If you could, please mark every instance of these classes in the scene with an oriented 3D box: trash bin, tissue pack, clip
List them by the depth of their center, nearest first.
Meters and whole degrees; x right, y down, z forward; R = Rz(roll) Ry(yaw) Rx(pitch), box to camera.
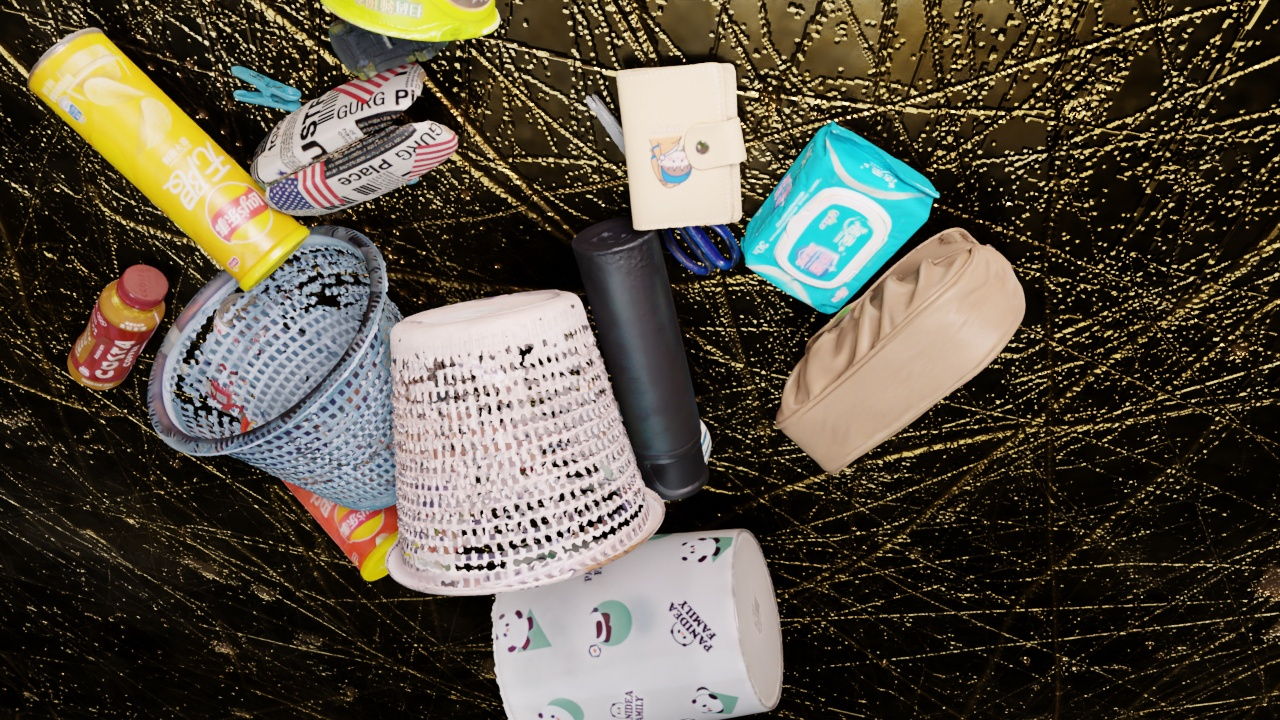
[{"bbox_3d":[0.142,-0.103,0.672,0.093,0.050,0.134,27,134,-10],"label":"tissue pack"},{"bbox_3d":[-0.289,-0.208,0.710,0.056,0.013,0.039,19,136,-2],"label":"clip"},{"bbox_3d":[-0.106,0.051,0.729,0.228,0.227,0.192,-6,101,20],"label":"trash bin"},{"bbox_3d":[-0.274,0.028,0.816,0.227,0.226,0.195,-7,144,21],"label":"trash bin"},{"bbox_3d":[0.007,0.290,0.982,0.252,0.229,0.230,-12,129,19],"label":"trash bin"}]

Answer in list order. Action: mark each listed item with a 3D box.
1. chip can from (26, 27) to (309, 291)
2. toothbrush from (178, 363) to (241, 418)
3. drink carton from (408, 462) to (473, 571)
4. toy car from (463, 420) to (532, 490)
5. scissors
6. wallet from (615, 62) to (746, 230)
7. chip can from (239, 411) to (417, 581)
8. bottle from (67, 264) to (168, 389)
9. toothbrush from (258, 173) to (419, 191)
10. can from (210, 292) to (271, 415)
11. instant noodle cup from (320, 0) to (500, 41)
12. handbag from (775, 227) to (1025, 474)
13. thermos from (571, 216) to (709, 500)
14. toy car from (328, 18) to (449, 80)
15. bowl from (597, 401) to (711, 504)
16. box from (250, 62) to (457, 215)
[{"bbox_3d":[-0.363,-0.154,0.719,0.072,0.071,0.213,-31,109,36],"label":"chip can"},{"bbox_3d":[-0.439,0.068,1.017,0.016,0.017,0.187,-19,127,29],"label":"toothbrush"},{"bbox_3d":[-0.221,0.170,0.982,0.054,0.122,0.045,-10,140,25],"label":"drink carton"},{"bbox_3d":[-0.148,0.096,0.957,0.049,0.031,0.106,-7,132,20],"label":"toy car"},{"bbox_3d":[0.021,-0.132,0.689,0.108,0.012,0.175,14,145,34],"label":"scissors"},{"bbox_3d":[0.031,-0.151,0.655,0.087,0.024,0.115,-3,114,8],"label":"wallet"},{"bbox_3d":[-0.316,0.123,0.930,0.216,0.073,0.073,42,138,16],"label":"chip can"},{"bbox_3d":[-0.516,-0.033,0.910,0.057,0.057,0.175,37,131,-20],"label":"bottle"},{"bbox_3d":[-0.281,-0.143,0.763,0.225,0.026,0.027,-6,101,20],"label":"toothbrush"},{"bbox_3d":[-0.395,-0.005,0.908,0.053,0.053,0.133,23,135,-8],"label":"can"},{"bbox_3d":[-0.133,-0.271,0.547,0.111,0.111,0.124,15,128,0],"label":"instant noodle cup"},{"bbox_3d":[0.188,-0.010,0.690,0.100,0.147,0.205,44,131,1],"label":"handbag"},{"bbox_3d":[-0.005,0.004,0.770,0.090,0.068,0.243,4,123,29],"label":"thermos"},{"bbox_3d":[-0.174,-0.229,0.642,0.091,0.036,0.043,-9,132,21],"label":"toy car"},{"bbox_3d":[0.007,0.098,0.893,0.116,0.066,0.117,8,135,8],"label":"bowl"},{"bbox_3d":[-0.215,-0.155,0.697,0.163,0.076,0.088,-18,135,19],"label":"box"}]
